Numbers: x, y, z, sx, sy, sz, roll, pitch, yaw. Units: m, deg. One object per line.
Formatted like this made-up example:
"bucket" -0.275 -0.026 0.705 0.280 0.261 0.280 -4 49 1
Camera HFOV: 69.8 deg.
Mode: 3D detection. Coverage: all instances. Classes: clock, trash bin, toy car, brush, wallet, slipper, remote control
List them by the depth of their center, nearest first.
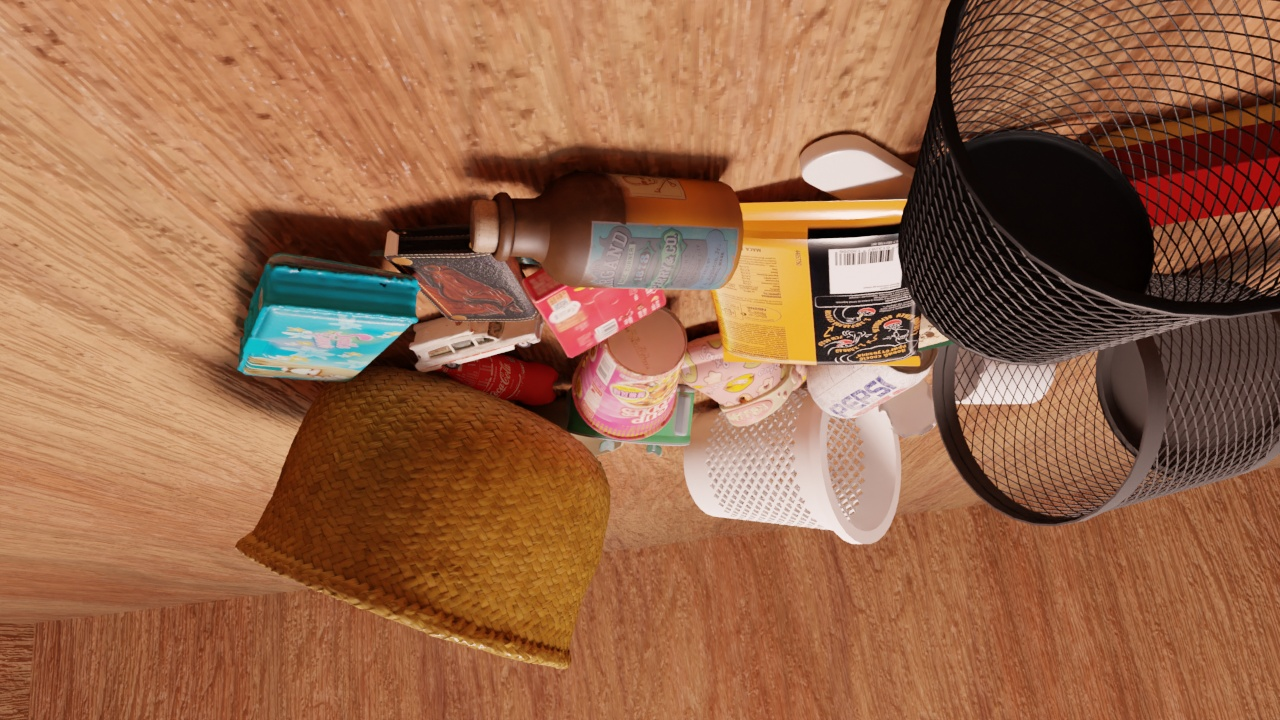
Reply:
"trash bin" 0.215 -0.086 0.442 0.184 0.184 0.210 -8 169 4
"brush" 0.354 -0.124 0.584 0.173 0.041 0.082 -9 163 6
"remote control" 0.149 -0.114 0.585 0.043 0.013 0.136 -22 158 39
"wallet" -0.113 -0.055 0.609 0.072 0.019 0.123 0 163 8
"toy car" -0.132 -0.023 0.732 0.113 0.039 0.039 -15 140 21
"trash bin" 0.422 0.022 0.808 0.227 0.217 0.218 -3 163 -25
"slipper" 0.109 0.023 0.898 0.093 0.081 0.197 -19 161 31
"clock" -0.015 0.051 0.921 0.121 0.075 0.162 6 180 -16
"trash bin" 0.170 0.116 1.078 0.200 0.195 0.195 -8 166 39

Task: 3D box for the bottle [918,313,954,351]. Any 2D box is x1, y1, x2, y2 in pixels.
"bottle" 0.238 -0.043 0.764 0.131 0.061 0.061 -13 160 18

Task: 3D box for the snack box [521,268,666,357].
"snack box" -0.028 -0.048 0.660 0.089 0.021 0.133 -30 163 -3

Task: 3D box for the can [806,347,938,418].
"can" 0.219 0.003 0.878 0.078 0.078 0.136 -2 162 -15

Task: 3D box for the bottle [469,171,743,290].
"bottle" -0.022 -0.077 0.544 0.156 0.067 0.068 -1 162 -20

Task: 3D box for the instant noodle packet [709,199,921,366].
"instant noodle packet" 0.127 -0.049 0.672 0.160 0.032 0.221 1 153 14

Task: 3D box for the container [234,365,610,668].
"container" -0.182 0.134 0.837 0.307 0.196 0.307 17 165 5

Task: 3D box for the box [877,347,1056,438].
"box" 0.344 0.027 0.976 0.140 0.083 0.142 1 149 -22

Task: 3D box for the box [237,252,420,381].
"box" -0.227 -0.023 0.647 0.094 0.041 0.227 6 167 -26

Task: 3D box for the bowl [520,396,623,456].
"bowl" -0.096 0.076 1.036 0.152 0.050 0.152 -6 163 -2

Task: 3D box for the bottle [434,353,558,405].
"bottle" -0.132 0.014 0.836 0.042 0.042 0.141 -19 159 35

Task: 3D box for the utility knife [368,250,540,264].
"utility knife" -0.116 -0.073 0.613 0.126 0.015 0.022 0 162 -12

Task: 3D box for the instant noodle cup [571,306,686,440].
"instant noodle cup" -0.005 0.005 0.786 0.097 0.097 0.109 -3 156 -12
